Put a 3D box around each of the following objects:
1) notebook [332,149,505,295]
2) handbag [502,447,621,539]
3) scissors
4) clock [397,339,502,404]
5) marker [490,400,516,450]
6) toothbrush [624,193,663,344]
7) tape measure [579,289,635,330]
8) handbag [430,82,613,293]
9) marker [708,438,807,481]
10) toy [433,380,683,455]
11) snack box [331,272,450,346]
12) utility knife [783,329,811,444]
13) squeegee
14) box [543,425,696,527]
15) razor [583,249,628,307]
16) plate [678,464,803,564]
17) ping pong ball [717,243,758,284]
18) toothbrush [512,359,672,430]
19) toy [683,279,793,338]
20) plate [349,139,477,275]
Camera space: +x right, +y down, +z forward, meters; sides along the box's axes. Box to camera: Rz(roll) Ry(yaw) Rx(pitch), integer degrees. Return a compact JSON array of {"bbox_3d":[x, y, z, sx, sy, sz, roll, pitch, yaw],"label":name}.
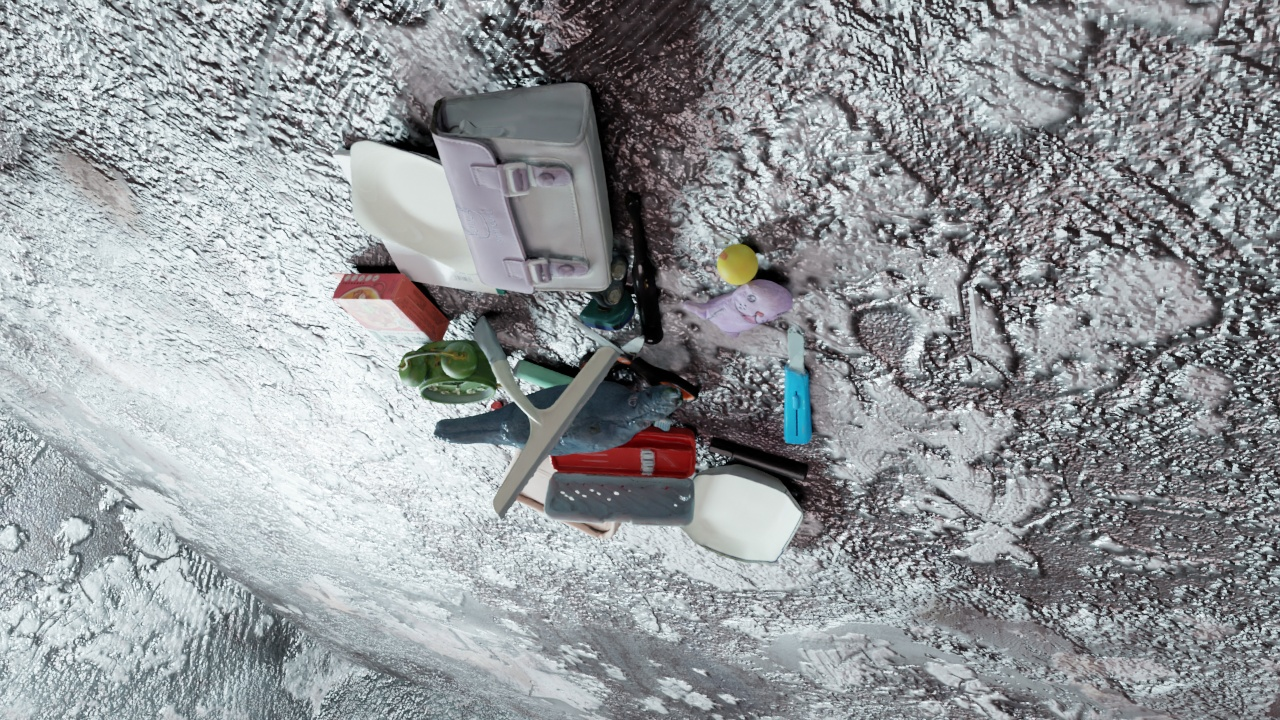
[{"bbox_3d":[-0.250,-0.155,1.064,0.150,0.012,0.209,10,145,19],"label":"notebook"},{"bbox_3d":[-0.095,0.148,1.337,0.193,0.093,0.235,22,142,6],"label":"handbag"},{"bbox_3d":[-0.018,0.005,1.086,0.220,0.021,0.231,28,162,-30],"label":"scissors"},{"bbox_3d":[-0.249,0.013,1.209,0.116,0.056,0.161,-11,159,17],"label":"clock"},{"bbox_3d":[-0.198,0.111,1.406,0.017,0.017,0.145,9,144,22],"label":"marker"},{"bbox_3d":[0.002,-0.093,0.980,0.026,0.027,0.213,-22,142,-10],"label":"toothbrush"},{"bbox_3d":[-0.035,-0.058,1.024,0.058,0.054,0.025,13,148,34],"label":"tape measure"},{"bbox_3d":[-0.106,-0.154,0.870,0.145,0.098,0.197,1,142,7],"label":"handbag"},{"bbox_3d":[0.153,0.130,1.201,0.132,0.022,0.020,17,102,13],"label":"marker"},{"bbox_3d":[-0.087,0.071,1.142,0.357,0.091,0.137,-9,172,30],"label":"toy"},{"bbox_3d":[-0.335,-0.066,1.204,0.127,0.044,0.113,4,151,28],"label":"snack box"},{"bbox_3d":[0.179,0.033,1.051,0.034,0.018,0.210,12,144,20],"label":"utility knife"},{"bbox_3d":[-0.159,0.013,1.095,0.039,0.246,0.247,20,114,-43],"label":"squeegee"},{"bbox_3d":[-0.027,0.153,1.218,0.201,0.099,0.113,2,123,6],"label":"box"},{"bbox_3d":[-0.094,-0.105,0.997,0.168,0.067,0.062,17,108,23],"label":"razor"},{"bbox_3d":[0.143,0.219,1.323,0.162,0.034,0.266,20,147,7],"label":"plate"},{"bbox_3d":[0.095,-0.094,0.901,0.040,0.040,0.040,17,147,11],"label":"ping pong ball"},{"bbox_3d":[-0.064,0.046,1.217,0.224,0.026,0.027,19,110,8],"label":"toothbrush"},{"bbox_3d":[0.107,-0.057,0.946,0.083,0.038,0.108,25,152,-33],"label":"toy"},{"bbox_3d":[-0.230,-0.170,0.988,0.164,0.034,0.164,23,147,-2],"label":"plate"}]
